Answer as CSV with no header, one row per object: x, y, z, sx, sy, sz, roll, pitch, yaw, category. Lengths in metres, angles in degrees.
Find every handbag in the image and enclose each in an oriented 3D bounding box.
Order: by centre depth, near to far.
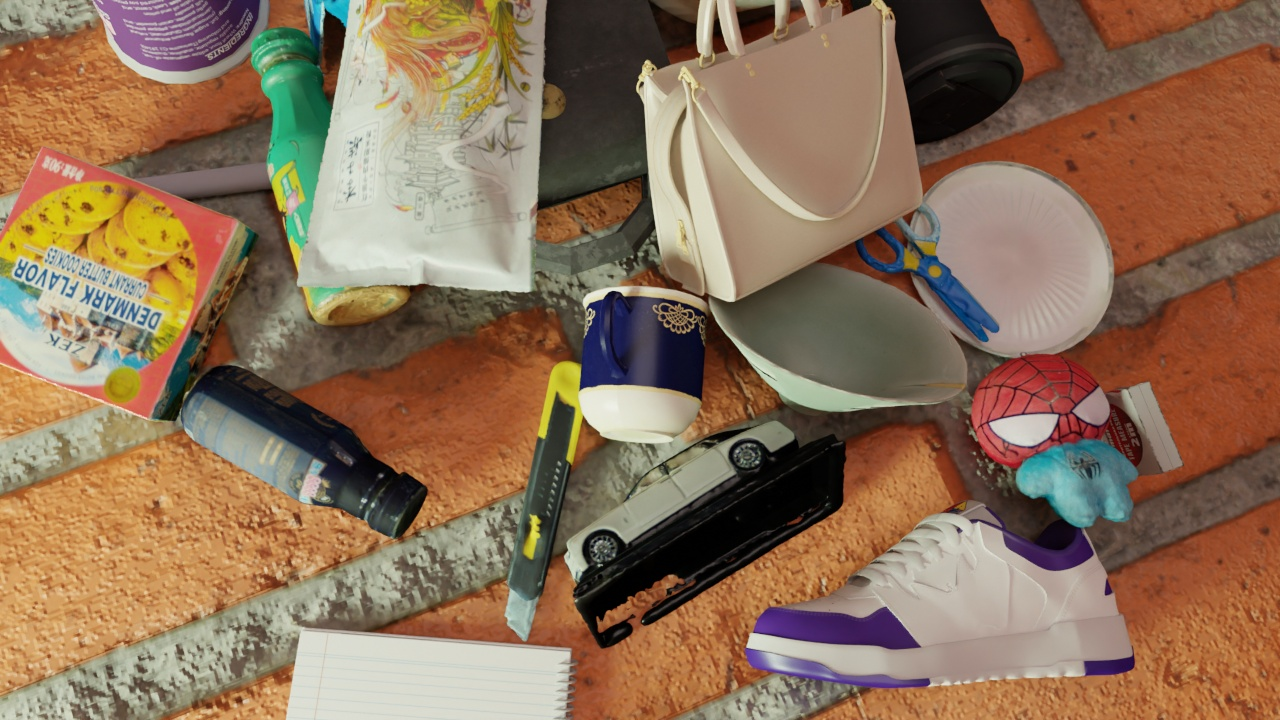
0.088,-0.165,0.591,0.194,0.101,0.198,-27,121,-24,handbag
-0.063,-0.152,0.636,0.197,0.102,0.199,-20,77,-9,handbag

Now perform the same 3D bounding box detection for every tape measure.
0.337,0.048,0.630,0.020,0.062,0.060,-18,82,-9,tape measure

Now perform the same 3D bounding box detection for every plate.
0.274,-0.075,0.684,0.157,0.014,0.156,1,75,-4,plate

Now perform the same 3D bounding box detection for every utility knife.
-0.063,0.091,0.615,0.029,0.020,0.187,10,75,1,utility knife

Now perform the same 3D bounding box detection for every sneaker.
0.187,0.145,0.582,0.244,0.092,0.111,0,74,-8,sneaker

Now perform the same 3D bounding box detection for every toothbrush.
-0.348,-0.121,0.653,0.188,0.018,0.019,-9,81,-6,toothbrush

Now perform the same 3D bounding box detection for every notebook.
-0.137,0.296,0.557,0.178,0.013,0.245,5,74,-1,notebook

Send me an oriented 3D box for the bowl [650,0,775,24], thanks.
0.032,-0.302,0.686,0.176,0.058,0.176,23,38,-20,bowl

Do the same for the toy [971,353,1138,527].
0.277,0.051,0.614,0.092,0.062,0.132,-15,51,-2,toy

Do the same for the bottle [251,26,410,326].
-0.221,-0.130,0.635,0.068,0.068,0.209,-19,79,-9,bottle

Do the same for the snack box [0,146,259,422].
-0.354,-0.049,0.612,0.142,0.040,0.145,21,83,1,snack box

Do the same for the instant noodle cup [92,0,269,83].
-0.339,-0.288,0.645,0.122,0.122,0.136,26,74,3,instant noodle cup

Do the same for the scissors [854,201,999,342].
0.207,-0.060,0.661,0.070,0.022,0.130,-32,82,-13,scissors

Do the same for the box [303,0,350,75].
-0.241,-0.341,0.690,0.085,0.091,0.243,-17,76,13,box

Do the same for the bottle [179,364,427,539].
-0.215,0.060,0.592,0.161,0.056,0.056,28,75,4,bottle

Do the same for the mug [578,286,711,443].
-0.003,0.003,0.596,0.086,0.112,0.089,-1,76,21,mug

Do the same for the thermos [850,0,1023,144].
0.202,-0.275,0.694,0.106,0.106,0.218,-11,71,-7,thermos

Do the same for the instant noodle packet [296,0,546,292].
-0.129,-0.173,0.571,0.147,0.057,0.269,1,76,9,instant noodle packet

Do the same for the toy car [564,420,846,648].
0.035,0.099,0.595,0.191,0.094,0.071,-30,54,-10,toy car

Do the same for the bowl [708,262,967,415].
0.123,0.001,0.621,0.174,0.068,0.174,10,34,-7,bowl
